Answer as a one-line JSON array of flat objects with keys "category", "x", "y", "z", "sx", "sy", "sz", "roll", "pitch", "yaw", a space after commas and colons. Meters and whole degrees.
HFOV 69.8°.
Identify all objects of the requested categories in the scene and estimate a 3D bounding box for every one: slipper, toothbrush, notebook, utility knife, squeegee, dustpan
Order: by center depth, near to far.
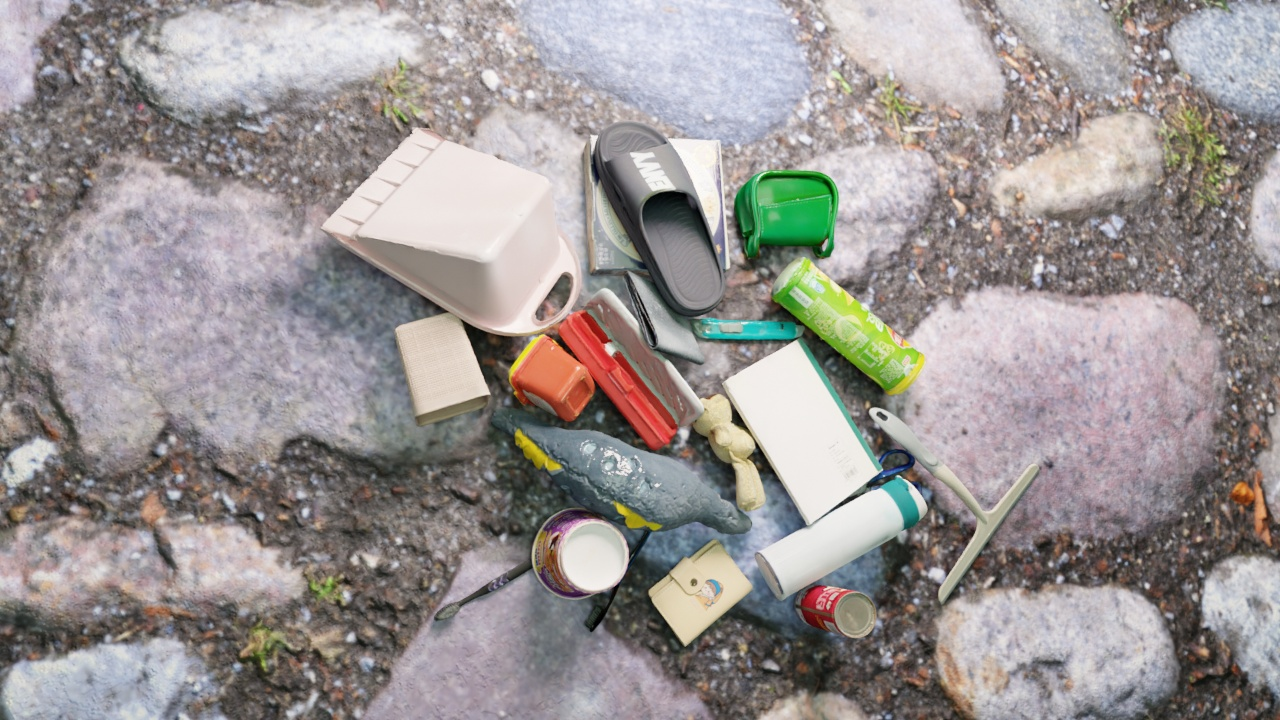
[{"category": "toothbrush", "x": -0.163, "y": 0.264, "z": 1.109, "sx": 0.188, "sy": 0.017, "sz": 0.014, "roll": -28, "pitch": 93, "yaw": -16}, {"category": "dustpan", "x": -0.212, "y": -0.143, "z": 1.127, "sx": 0.273, "sy": 0.139, "sz": 0.221, "roll": 19, "pitch": 52, "yaw": 17}, {"category": "slipper", "x": 0.037, "y": -0.186, "z": 1.144, "sx": 0.110, "sy": 0.083, "sz": 0.268, "roll": -25, "pitch": 89, "yaw": -16}, {"category": "toothbrush", "x": -0.016, "y": 0.252, "z": 1.144, "sx": 0.016, "sy": 0.014, "sz": 0.189, "roll": 26, "pitch": 74, "yaw": 19}, {"category": "notebook", "x": 0.214, "y": 0.087, "z": 1.193, "sx": 0.150, "sy": 0.012, "sz": 0.209, "roll": -28, "pitch": 84, "yaw": -31}, {"category": "utility knife", "x": 0.144, "y": -0.042, "z": 1.225, "sx": 0.161, "sy": 0.013, "sz": 0.029, "roll": 1, "pitch": 82, "yaw": -12}, {"category": "squeegee", "x": 0.399, "y": 0.150, "z": 1.225, "sx": 0.246, "sy": 0.039, "sz": 0.246, "roll": 46, "pitch": 72, "yaw": -4}]

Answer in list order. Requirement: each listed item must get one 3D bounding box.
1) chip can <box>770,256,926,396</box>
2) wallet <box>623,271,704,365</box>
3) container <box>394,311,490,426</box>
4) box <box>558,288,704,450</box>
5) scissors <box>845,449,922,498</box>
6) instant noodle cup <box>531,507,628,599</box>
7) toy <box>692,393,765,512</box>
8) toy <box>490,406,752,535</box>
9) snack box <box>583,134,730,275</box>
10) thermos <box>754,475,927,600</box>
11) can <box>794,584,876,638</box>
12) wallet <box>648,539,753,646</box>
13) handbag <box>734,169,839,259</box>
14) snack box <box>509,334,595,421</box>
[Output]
[{"category": "chip can", "x": 0.274, "y": -0.047, "z": 1.223, "sx": 0.221, "sy": 0.073, "sz": 0.072, "roll": 39, "pitch": 75, "yaw": -4}, {"category": "wallet", "x": 0.029, "y": -0.053, "z": 1.153, "sx": 0.097, "sy": 0.019, "sz": 0.120, "roll": 18, "pitch": 42, "yaw": -49}, {"category": "container", "x": -0.240, "y": 0.009, "z": 1.098, "sx": 0.090, "sy": 0.090, "sz": 0.111, "roll": -17, "pitch": 81, "yaw": -14}, {"category": "box", "x": -0.003, "y": 0.004, "z": 1.145, "sx": 0.092, "sy": 0.094, "sz": 0.201, "roll": -39, "pitch": 91, "yaw": 17}, {"category": "scissors", "x": 0.296, "y": 0.157, "z": 1.224, "sx": 0.173, "sy": 0.012, "sz": 0.128, "roll": 18, "pitch": 77, "yaw": -11}, {"category": "instant noodle cup", "x": -0.067, "y": 0.230, "z": 1.087, "sx": 0.111, "sy": 0.099, "sz": 0.111, "roll": 3, "pitch": 80, "yaw": -15}, {"category": "toy", "x": 0.114, "y": 0.116, "z": 1.162, "sx": 0.066, "sy": 0.105, "sz": 0.157, "roll": -31, "pitch": 72, "yaw": 28}, {"category": "toy", "x": -0.017, "y": 0.144, "z": 1.105, "sx": 0.356, "sy": 0.138, "sz": 0.091, "roll": 24, "pitch": 98, "yaw": -8}, {"category": "snack box", "x": 0.021, "y": -0.202, "z": 1.209, "sx": 0.182, "sy": 0.046, "sz": 0.178, "roll": -2, "pitch": 82, "yaw": -12}, {"category": "thermos", "x": 0.259, "y": 0.224, "z": 1.168, "sx": 0.224, "sy": 0.073, "sz": 0.073, "roll": -26, "pitch": 87, "yaw": -9}, {"category": "can", "x": 0.236, "y": 0.305, "z": 1.126, "sx": 0.053, "sy": 0.133, "sz": 0.053, "roll": 2, "pitch": 80, "yaw": -12}, {"category": "wallet", "x": 0.074, "y": 0.288, "z": 1.152, "sx": 0.115, "sy": 0.024, "sz": 0.087, "roll": -36, "pitch": 89, "yaw": -14}, {"category": "handbag", "x": 0.196, "y": -0.195, "z": 1.239, "sx": 0.131, "sy": 0.068, "sz": 0.120, "roll": 0, "pitch": 88, "yaw": -13}, {"category": "snack box", "x": -0.105, "y": 0.027, "z": 1.111, "sx": 0.080, "sy": 0.091, "sz": 0.082, "roll": 31, "pitch": 76, "yaw": 21}]
